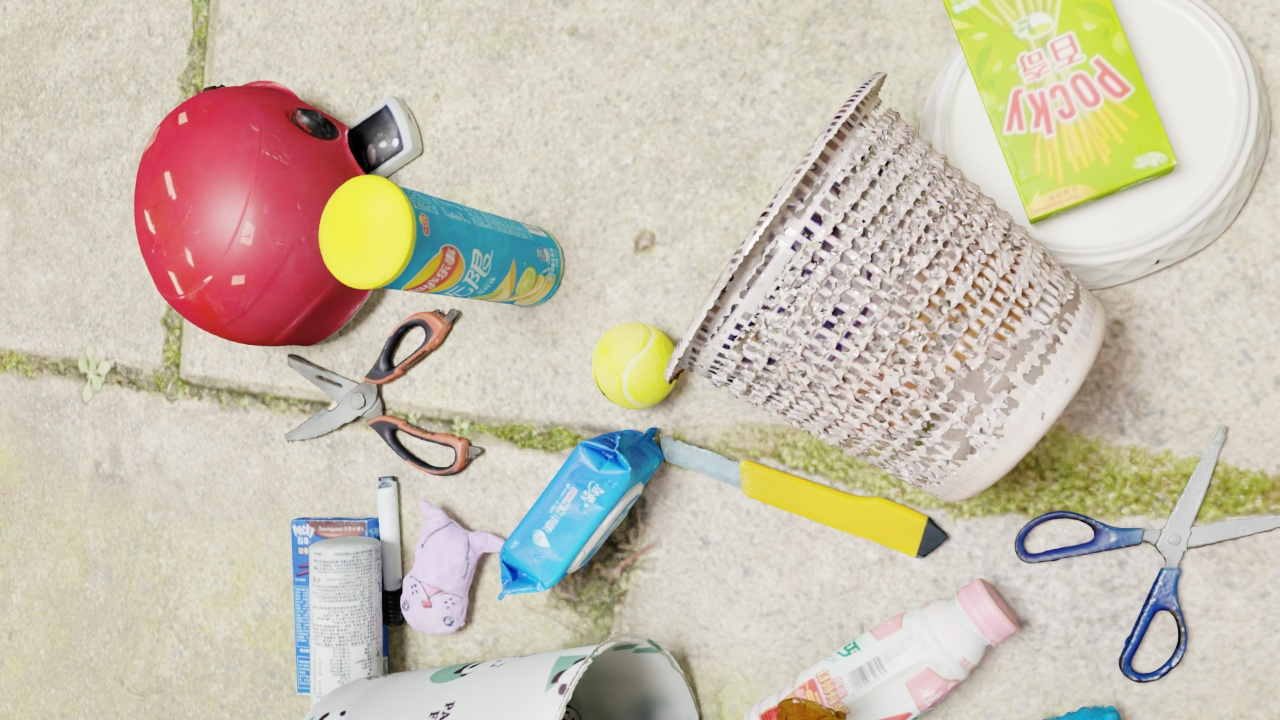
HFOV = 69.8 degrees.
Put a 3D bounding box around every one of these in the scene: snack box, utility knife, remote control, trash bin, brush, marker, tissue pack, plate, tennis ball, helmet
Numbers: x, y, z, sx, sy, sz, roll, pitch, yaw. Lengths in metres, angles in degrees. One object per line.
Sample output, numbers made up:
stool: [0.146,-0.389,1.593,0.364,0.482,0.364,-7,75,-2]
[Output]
snack box: [-0.268,0.218,0.817,0.085,0.026,0.157,-3,88,21]
utility knife: [0.112,0.094,0.667,0.219,0.015,0.033,18,97,19]
remote control: [-0.263,-0.177,0.822,0.150,0.021,0.058,-28,79,21]
trash bin: [0.154,-0.026,0.561,0.192,0.227,0.228,36,103,6]
brush: [0.191,0.336,0.617,0.315,0.060,0.109,-31,82,22]
marker: [-0.220,0.166,0.802,0.018,0.022,0.130,-6,88,51]
snack box: [0.252,-0.171,0.559,0.086,0.026,0.156,-20,82,22]
trash bin: [-0.109,0.319,0.654,0.252,0.229,0.229,-12,85,27]
tissue pack: [-0.044,0.114,0.691,0.052,0.094,0.157,40,104,12]
plate: [0.283,-0.149,0.585,0.205,0.045,0.205,0,89,22]
tennis ball: [-0.004,0.004,0.691,0.066,0.065,0.065,0,89,22]
helmet: [-0.340,-0.124,0.770,0.207,0.143,0.240,-36,86,24]

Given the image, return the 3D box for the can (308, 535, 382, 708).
can: [-0.244,0.222,0.762,0.058,0.058,0.146,-2,89,22]

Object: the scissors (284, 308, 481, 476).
scissors: [-0.230,0.037,0.811,0.226,0.015,0.189,-36,77,19]

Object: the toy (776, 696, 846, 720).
toy: [0.112,0.325,0.571,0.227,0.090,0.247,-31,94,13]

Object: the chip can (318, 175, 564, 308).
chip can: [-0.133,-0.079,0.666,0.071,0.210,0.071,0,89,22]

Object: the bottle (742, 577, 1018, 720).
bottle: [0.161,0.218,0.621,0.197,0.068,0.068,-41,75,15]

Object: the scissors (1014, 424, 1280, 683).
scissors: [0.326,0.122,0.582,0.162,0.012,0.176,7,92,23]

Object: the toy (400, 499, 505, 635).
toy: [-0.163,0.181,0.769,0.084,0.039,0.108,22,96,12]
